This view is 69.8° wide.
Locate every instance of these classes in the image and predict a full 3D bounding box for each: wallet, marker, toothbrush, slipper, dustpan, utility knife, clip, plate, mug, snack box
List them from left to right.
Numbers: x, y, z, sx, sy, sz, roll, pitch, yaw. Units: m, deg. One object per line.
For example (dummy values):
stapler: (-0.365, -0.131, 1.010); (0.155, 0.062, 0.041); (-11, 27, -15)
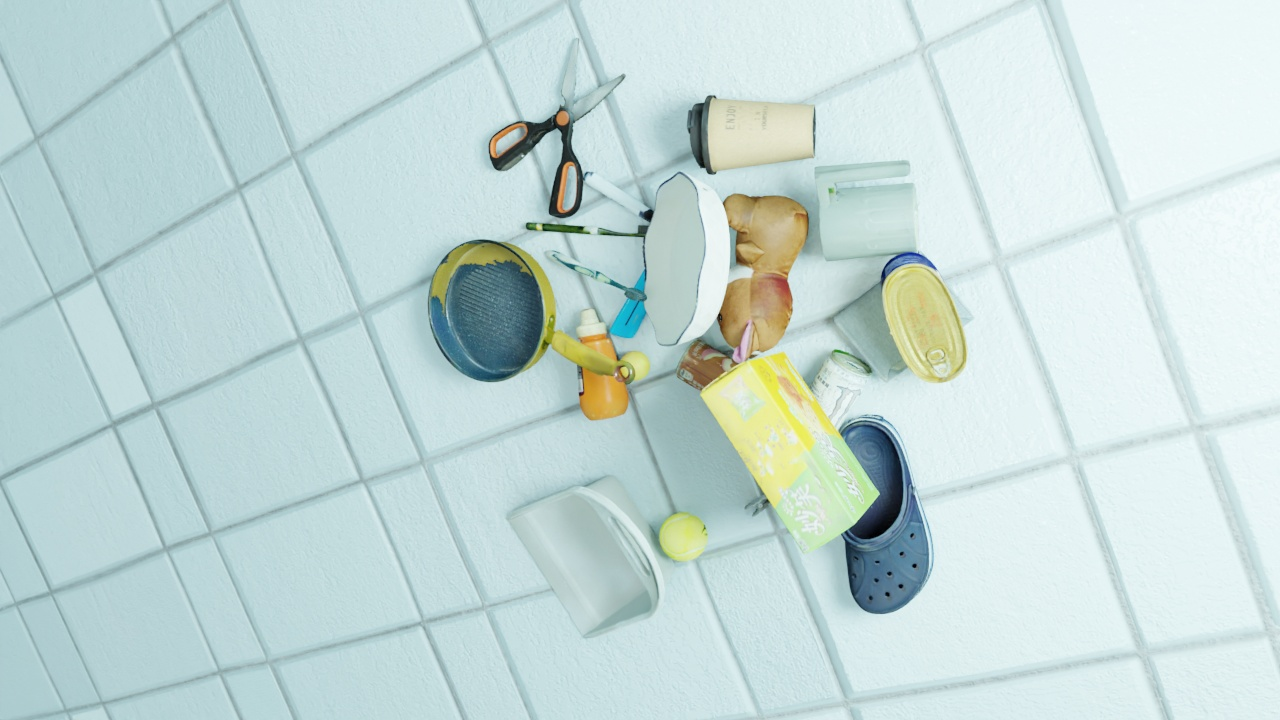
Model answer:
toothbrush: (-0.069, -0.176, 1.219); (0.186, 0.012, 0.017); (7, 99, 21)
dustpan: (-0.070, 0.274, 1.259); (0.258, 0.142, 0.222); (-34, 88, 24)
toothbrush: (-0.063, -0.111, 1.196); (0.192, 0.018, 0.016); (27, 119, 37)
marker: (-0.019, -0.207, 1.186); (0.131, 0.022, 0.018); (34, 87, 11)
utility knife: (0.022, -0.122, 1.192); (0.034, 0.018, 0.223); (33, 111, 11)
plate: (0.053, -0.118, 1.084); (0.045, 0.205, 0.205); (2, 107, -17)
clip: (0.162, 0.185, 1.205); (0.036, 0.025, 0.058); (46, 119, -2)
snack box: (0.172, 0.096, 1.035); (0.070, 0.157, 0.210); (-37, 80, 22)
mug: (0.256, -0.171, 1.033); (0.103, 0.083, 0.124); (-1, 139, 20)
slipper: (0.292, 0.193, 1.116); (0.105, 0.095, 0.253); (-5, 97, 26)
wallet: (0.309, -0.048, 1.079); (0.130, 0.036, 0.106); (-40, 85, 26)

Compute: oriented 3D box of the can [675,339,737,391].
can: (0.119, 0.032, 1.166); (0.147, 0.057, 0.058); (31, 112, 13)

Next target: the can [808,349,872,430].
can: (0.224, 0.061, 1.129); (0.058, 0.058, 0.147); (32, 113, 13)

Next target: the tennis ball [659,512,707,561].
tennis ball: (0.058, 0.237, 1.236); (0.065, 0.065, 0.065); (5, 105, 21)

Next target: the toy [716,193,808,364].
toy: (0.130, -0.096, 1.083); (0.131, 0.140, 0.199); (3, 97, 24)

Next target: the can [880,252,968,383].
can: (0.316, -0.048, 1.025); (0.075, 0.049, 0.148); (-21, 109, 20)

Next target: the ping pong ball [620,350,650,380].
ping pong ball: (-0.007, 0.007, 1.222); (0.040, 0.040, 0.040); (5, 105, 21)

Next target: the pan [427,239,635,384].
pan: (-0.146, -0.041, 1.227); (0.358, 0.078, 0.198); (20, 108, 23)

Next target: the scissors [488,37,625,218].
scissors: (-0.106, -0.294, 1.197); (0.221, 0.021, 0.232); (-8, 92, 27)

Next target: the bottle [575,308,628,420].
bottle: (-0.058, 0.004, 1.234); (0.067, 0.066, 0.149); (-10, 91, 24)

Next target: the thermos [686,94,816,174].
thermos: (0.132, -0.266, 1.075); (0.143, 0.093, 0.093); (2, 103, 15)
